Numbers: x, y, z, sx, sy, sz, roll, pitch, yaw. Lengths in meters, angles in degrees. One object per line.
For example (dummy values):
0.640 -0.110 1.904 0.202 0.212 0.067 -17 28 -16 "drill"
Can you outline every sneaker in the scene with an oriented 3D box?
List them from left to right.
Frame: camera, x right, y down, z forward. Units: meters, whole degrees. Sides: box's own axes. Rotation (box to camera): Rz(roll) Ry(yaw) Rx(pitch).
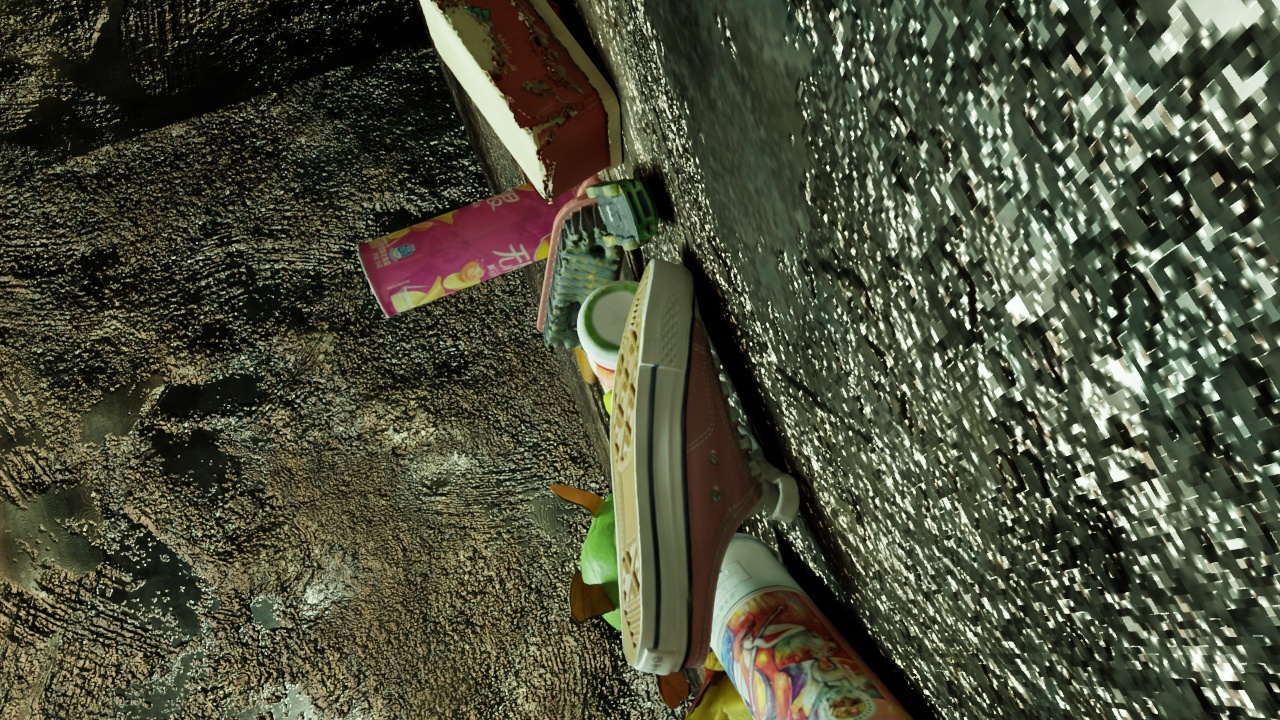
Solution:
0.033 0.057 0.538 0.118 0.087 0.240 125 146 -68 "sneaker"

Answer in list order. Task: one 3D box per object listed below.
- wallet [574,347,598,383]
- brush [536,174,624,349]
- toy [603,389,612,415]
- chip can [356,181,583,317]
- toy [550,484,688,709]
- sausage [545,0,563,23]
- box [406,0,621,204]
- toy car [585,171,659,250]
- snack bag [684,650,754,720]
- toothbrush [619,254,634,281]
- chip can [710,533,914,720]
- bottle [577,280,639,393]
-0.072 -0.042 1.105 0.131 0.035 0.119 102 147 -75 "wallet"
-0.046 -0.077 0.741 0.146 0.063 0.069 104 167 -46 "brush"
0.018 0.056 0.705 0.097 0.031 0.100 28 169 41 "toy"
-0.137 -0.107 0.814 0.071 0.210 0.071 157 91 -83 "chip can"
0.008 0.182 0.843 0.227 0.090 0.246 39 -154 -12 "toy"
-0.061 -0.215 0.699 0.156 0.020 0.020 83 164 -63 "sausage"
-0.090 -0.194 0.623 0.168 0.079 0.091 55 169 17 "box"
-0.009 -0.096 0.583 0.091 0.036 0.043 -133 24 -74 "toy car"
0.091 0.262 0.664 0.128 0.073 0.207 67 -167 23 "snack bag"
-0.026 -0.110 0.761 0.018 0.016 0.192 -91 -15 -61 "toothbrush"
0.086 0.174 0.520 0.214 0.071 0.071 -135 25 -70 "chip can"
-0.004 0.004 0.751 0.197 0.068 0.068 74 172 -68 "bottle"
